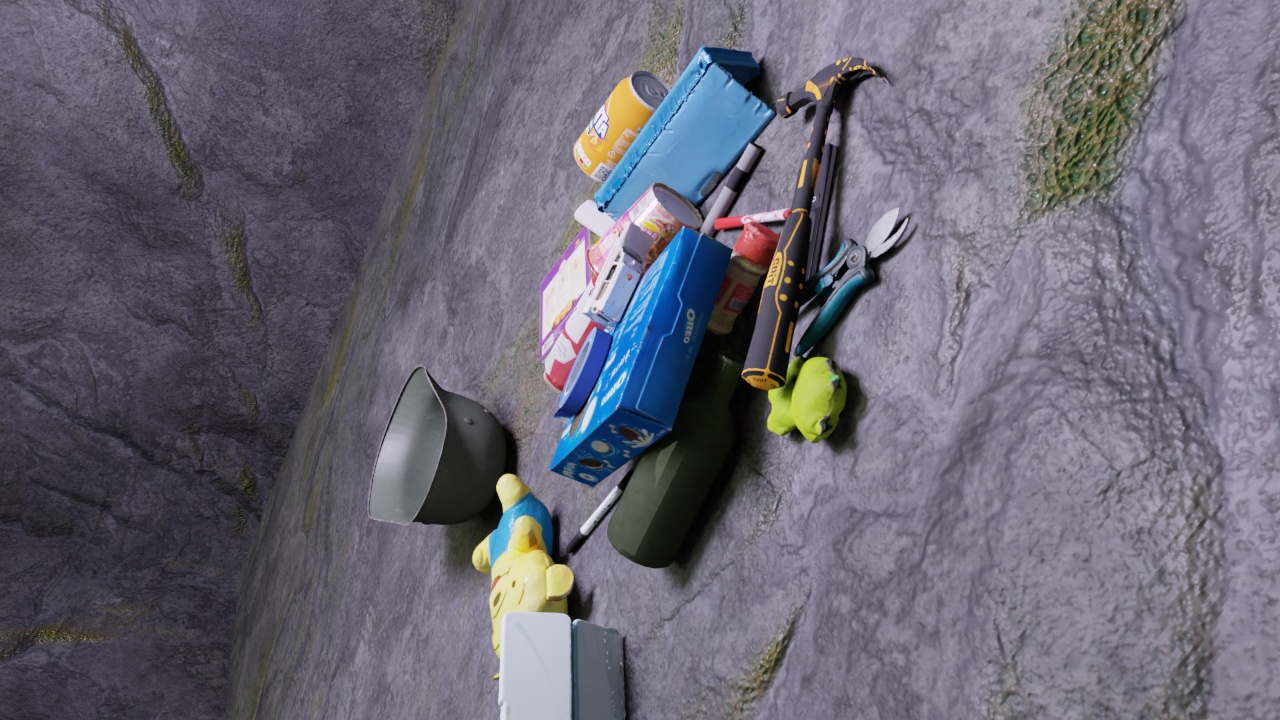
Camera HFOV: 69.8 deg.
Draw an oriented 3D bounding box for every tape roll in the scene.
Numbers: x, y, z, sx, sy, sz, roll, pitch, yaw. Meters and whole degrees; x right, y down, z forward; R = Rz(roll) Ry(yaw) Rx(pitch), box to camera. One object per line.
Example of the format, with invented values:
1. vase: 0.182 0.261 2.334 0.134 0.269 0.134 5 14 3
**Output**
1. tape roll: -0.057 0.011 0.933 0.092 0.016 0.092 -49 19 59

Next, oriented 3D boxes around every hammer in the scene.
1. hammer: 0.140 -0.124 0.789 0.123 0.036 0.320 -13 56 51

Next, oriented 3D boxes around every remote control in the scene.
1. remote control: 0.150 -0.125 0.832 0.045 0.008 0.146 -9 66 61
2. remote control: -0.041 -0.171 1.167 0.033 0.012 0.131 -46 45 -5

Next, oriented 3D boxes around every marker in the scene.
1. marker: 0.109 -0.139 0.901 0.142 0.012 0.013 9 82 67
2. marker: 0.087 -0.165 0.968 0.141 0.016 0.016 -60 29 23
3. marker: -0.045 0.170 1.020 0.152 0.011 0.011 -53 32 33

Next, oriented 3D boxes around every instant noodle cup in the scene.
1. instant noodle cup: 0.010 -0.132 1.014 0.109 0.097 0.097 -48 35 30

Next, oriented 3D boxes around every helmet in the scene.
1. helmet: -0.275 0.141 1.310 0.227 0.153 0.268 -66 23 9

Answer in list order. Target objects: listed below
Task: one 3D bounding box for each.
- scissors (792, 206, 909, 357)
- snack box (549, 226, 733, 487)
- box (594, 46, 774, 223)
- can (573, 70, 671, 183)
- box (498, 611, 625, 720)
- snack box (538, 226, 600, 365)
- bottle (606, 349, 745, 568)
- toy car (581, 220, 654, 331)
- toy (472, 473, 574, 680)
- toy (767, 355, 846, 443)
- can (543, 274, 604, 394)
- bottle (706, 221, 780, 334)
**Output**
1. scissors: 0.161 -0.064 0.761 0.153 0.019 0.128 4 81 58
2. snack box: -0.005 0.005 0.899 0.239 0.056 0.195 -44 23 62
3. box: 0.055 -0.225 1.022 0.232 0.094 0.102 -47 69 38
4. can: -0.021 -0.298 1.182 0.143 0.079 0.079 -43 39 44
5. box: -0.067 0.328 0.824 0.049 0.136 0.196 -42 39 43
6. snack box: -0.086 -0.085 1.218 0.144 0.040 0.147 -45 37 42
7. bottle: 0.040 0.088 0.841 0.207 0.071 0.071 -65 28 14
8. toy car: -0.018 -0.088 0.937 0.039 0.039 0.113 1 62 57
9. toy: -0.133 0.251 1.059 0.149 0.084 0.214 -68 27 24
10. toy: 0.134 0.030 0.741 0.094 0.036 0.094 -48 28 48
11. can: -0.056 -0.036 1.102 0.170 0.067 0.067 -58 30 26
12. bottle: 0.093 -0.077 0.874 0.109 0.044 0.044 -61 29 23
